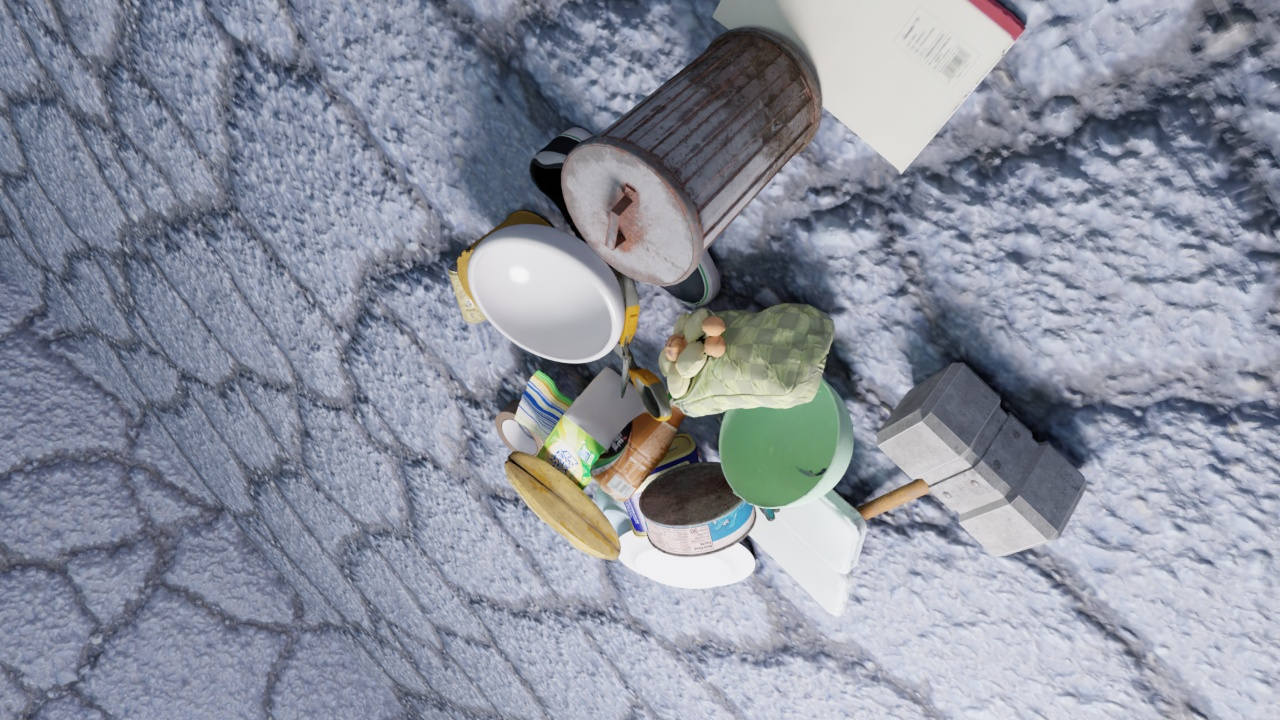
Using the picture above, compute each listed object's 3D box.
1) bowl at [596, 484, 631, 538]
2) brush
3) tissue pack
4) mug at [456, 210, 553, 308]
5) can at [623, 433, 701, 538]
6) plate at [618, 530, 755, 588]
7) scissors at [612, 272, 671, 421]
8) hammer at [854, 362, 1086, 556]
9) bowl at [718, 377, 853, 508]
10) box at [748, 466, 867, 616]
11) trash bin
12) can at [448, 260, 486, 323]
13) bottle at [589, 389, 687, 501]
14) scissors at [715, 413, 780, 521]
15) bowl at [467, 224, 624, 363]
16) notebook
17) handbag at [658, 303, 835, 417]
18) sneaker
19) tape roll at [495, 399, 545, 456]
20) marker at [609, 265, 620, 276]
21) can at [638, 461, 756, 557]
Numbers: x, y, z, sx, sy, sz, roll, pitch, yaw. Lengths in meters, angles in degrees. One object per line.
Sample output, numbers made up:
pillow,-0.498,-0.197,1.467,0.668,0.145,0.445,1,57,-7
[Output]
bowl,-0.004,0.203,1.247,0.151,0.074,0.151,25,137,25
brush,-0.099,0.186,1.166,0.195,0.059,0.043,45,153,-14
tissue pack,-0.097,0.084,1.195,0.141,0.120,0.198,39,136,3
mug,-0.160,-0.108,1.089,0.124,0.093,0.100,-12,116,48
can,0.029,0.155,1.146,0.056,0.116,0.092,-116,5,-66
plate,0.057,0.272,1.228,0.188,0.016,0.189,7,144,5
scissors,-0.007,0.004,1.020,0.226,0.016,0.216,96,156,-56
hammer,0.272,0.136,0.940,0.162,0.082,0.319,44,150,2
bowl,0.162,0.085,0.954,0.077,0.150,0.151,20,163,-42
box,0.168,0.181,1.062,0.209,0.037,0.189,43,145,34
trash bin,0.041,-0.164,0.743,0.131,0.210,0.131,30,148,21
can,-0.226,-0.092,1.212,0.038,0.038,0.080,16,134,33
bottle,0.012,0.086,1.069,0.059,0.167,0.059,40,-175,-4
scissors,0.117,0.114,1.024,0.019,0.126,0.144,-31,127,16
bowl,-0.091,-0.081,0.974,0.177,0.066,0.177,17,141,14
notebook,0.167,-0.263,0.711,0.209,0.012,0.153,41,142,5
handbag,0.095,-0.009,0.916,0.116,0.113,0.187,21,160,-38
sneaker,-0.020,-0.134,0.949,0.235,0.078,0.084,45,142,0
tape roll,-0.168,0.104,1.345,0.094,0.030,0.094,25,138,24
marker,-0.059,-0.087,1.076,0.124,0.017,0.021,-25,61,50
can,0.066,0.169,1.056,0.130,0.129,0.044,6,120,40
